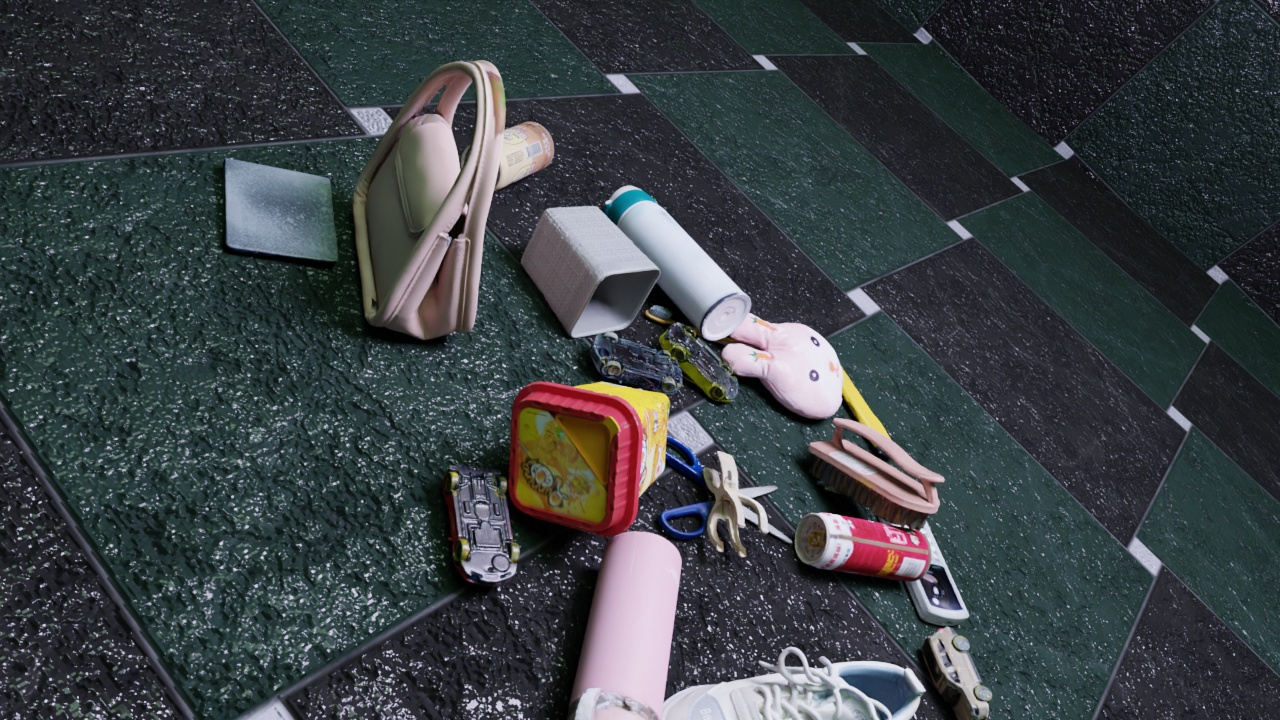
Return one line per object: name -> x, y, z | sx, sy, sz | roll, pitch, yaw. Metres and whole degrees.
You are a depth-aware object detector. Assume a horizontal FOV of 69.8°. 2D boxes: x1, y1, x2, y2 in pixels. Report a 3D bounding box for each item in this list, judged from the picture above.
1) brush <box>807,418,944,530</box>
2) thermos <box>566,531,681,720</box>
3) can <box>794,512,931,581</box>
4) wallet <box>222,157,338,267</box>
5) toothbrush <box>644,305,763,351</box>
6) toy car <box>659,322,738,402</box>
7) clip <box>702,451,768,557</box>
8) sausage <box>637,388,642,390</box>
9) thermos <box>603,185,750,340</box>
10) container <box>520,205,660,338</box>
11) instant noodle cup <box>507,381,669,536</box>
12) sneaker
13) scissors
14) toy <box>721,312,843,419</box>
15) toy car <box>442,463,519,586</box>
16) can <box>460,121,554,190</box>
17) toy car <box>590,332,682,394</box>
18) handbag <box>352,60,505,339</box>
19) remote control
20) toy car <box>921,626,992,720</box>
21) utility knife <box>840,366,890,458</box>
brush -> 0.243, 0.115, 0.940 | 0.063, 0.073, 0.146 | 1, 20, -39
thermos -> -0.015, 0.212, 0.664 | 0.067, 0.087, 0.198 | -7, 35, 17
can -> 0.218, 0.183, 0.900 | 0.132, 0.053, 0.053 | 14, 42, -26
wallet -> -0.334, -0.137, 0.849 | 0.097, 0.019, 0.120 | 6, 47, -31
toothbrush -> 0.091, -0.029, 1.062 | 0.191, 0.018, 0.016 | 18, 42, -22
toy car -> 0.062, 0.006, 0.991 | 0.105, 0.032, 0.048 | 43, 36, -9
clip -> 0.075, 0.141, 0.847 | 0.034, 0.084, 0.104 | 17, 17, -27
sausage -> -0.038, 0.055, 0.868 | 0.020, 0.020, 0.155 | 47, 38, 15
thermos -> 0.037, -0.121, 1.062 | 0.073, 0.073, 0.224 | -6, 45, -42
container -> -0.057, -0.098, 0.965 | 0.090, 0.090, 0.114 | -12, 54, -45
instant noodle cup -> -0.036, 0.071, 0.768 | 0.116, 0.116, 0.123 | 10, 14, 23
sneaker -> 0.121, 0.272, 0.697 | 0.241, 0.091, 0.089 | 6, 45, -33
scissors -> 0.070, 0.129, 0.879 | 0.175, 0.012, 0.162 | 45, 36, 10
toy -> 0.166, 0.003, 1.053 | 0.159, 0.054, 0.121 | 21, 50, -17
toy car -> -0.125, 0.128, 0.710 | 0.049, 0.031, 0.106 | 8, 44, -31
can -> -0.152, -0.237, 1.064 | 0.058, 0.059, 0.116 | 40, 37, 5
toy car -> -0.006, 0.005, 0.937 | 0.105, 0.031, 0.048 | 19, 39, -24
handbag -> -0.176, -0.155, 0.808 | 0.093, 0.235, 0.193 | 5, 46, -32
remote control -> 0.293, 0.206, 0.961 | 0.058, 0.021, 0.149 | 13, 42, -27
toy car -> 0.292, 0.294, 0.848 | 0.035, 0.042, 0.090 | -4, 43, -10
utility knife -> 0.263, 0.057, 1.106 | 0.033, 0.015, 0.153 | 9, 43, -40
